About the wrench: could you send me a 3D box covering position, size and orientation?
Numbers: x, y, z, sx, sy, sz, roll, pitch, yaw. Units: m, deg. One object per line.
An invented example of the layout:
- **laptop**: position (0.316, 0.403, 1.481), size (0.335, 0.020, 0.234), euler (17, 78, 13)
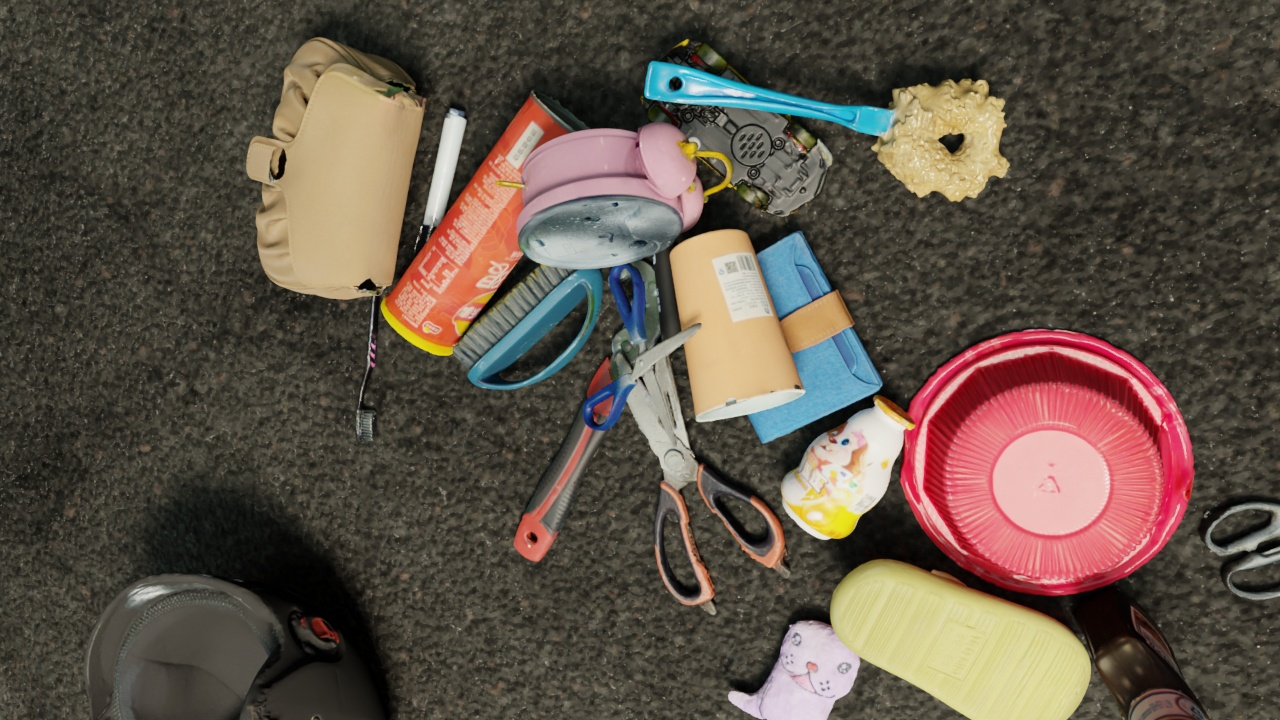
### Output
- **wrench**: position (-0.043, 0.047, 0.752), size (0.056, 0.016, 0.274), euler (27, 104, 17)

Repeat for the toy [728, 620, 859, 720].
- **toy**: position (0.125, 0.248, 0.712), size (0.084, 0.038, 0.108), euler (33, 107, 20)

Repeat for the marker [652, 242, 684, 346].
- **marker**: position (0.020, -0.076, 0.706), size (0.022, 0.020, 0.132), euler (-7, 86, 18)

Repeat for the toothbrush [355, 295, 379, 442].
- **toothbrush**: position (-0.234, -0.018, 0.807), size (0.018, 0.014, 0.189), euler (10, 99, 6)

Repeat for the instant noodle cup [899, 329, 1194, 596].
- **instant noodle cup**: position (0.276, 0.077, 0.629), size (0.194, 0.065, 0.194), euler (3, 98, 19)

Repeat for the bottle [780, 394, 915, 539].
- **bottle**: position (0.152, 0.077, 0.668), size (0.063, 0.063, 0.108), euler (39, 106, 10)

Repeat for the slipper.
- **slipper**: position (0.222, 0.189, 0.650), size (0.190, 0.081, 0.092), euler (25, 108, -5)

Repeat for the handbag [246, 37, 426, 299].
- **handbag**: position (-0.248, -0.150, 0.738), size (0.148, 0.099, 0.204), euler (22, 103, 40)

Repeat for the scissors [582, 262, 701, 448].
- **scissors**: position (-0.004, 0.003, 0.678), size (0.163, 0.012, 0.172), euler (-57, 40, 38)

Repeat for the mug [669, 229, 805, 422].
- **mug**: position (0.062, -0.026, 0.645), size (0.078, 0.078, 0.122), euler (-17, 79, 19)

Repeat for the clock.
- **clock**: position (-0.012, -0.117, 0.646), size (0.158, 0.117, 0.059), euler (-9, 73, 8)

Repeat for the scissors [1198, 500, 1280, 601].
- **scissors**: position (0.467, 0.110, 0.601), size (0.175, 0.014, 0.137), euler (8, 98, 14)

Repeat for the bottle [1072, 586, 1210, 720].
- **bottle**: position (0.314, 0.204, 0.563), size (0.044, 0.194, 0.080), euler (-42, 84, 17)

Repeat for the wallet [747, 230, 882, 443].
- **wallet**: position (0.106, -0.016, 0.687), size (0.107, 0.040, 0.133), euler (-28, 88, 23)

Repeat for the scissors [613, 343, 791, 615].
- **scissors**: position (0.043, 0.095, 0.726), size (0.215, 0.015, 0.196), euler (26, 106, 10)

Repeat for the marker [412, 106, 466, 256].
- **marker**: position (-0.169, -0.146, 0.768), size (0.023, 0.018, 0.131), euler (21, 103, 24)

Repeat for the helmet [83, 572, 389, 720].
- **helmet**: position (-0.337, 0.305, 0.770), size (0.234, 0.230, 0.274), euler (-27, 78, 10)

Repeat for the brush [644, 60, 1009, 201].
- **brush**: position (0.129, -0.168, 0.628), size (0.255, 0.045, 0.083), euler (12, 111, 2)

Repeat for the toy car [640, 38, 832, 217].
- **toy car**: position (0.069, -0.168, 0.675), size (0.156, 0.041, 0.071), euler (40, 106, 3)

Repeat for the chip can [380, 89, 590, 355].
- **chip can**: position (-0.120, -0.106, 0.728), size (0.073, 0.073, 0.217), euler (42, 107, 9)

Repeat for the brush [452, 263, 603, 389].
- **brush**: position (-0.083, -0.025, 0.735), size (0.144, 0.055, 0.073), euler (-42, 83, 18)
